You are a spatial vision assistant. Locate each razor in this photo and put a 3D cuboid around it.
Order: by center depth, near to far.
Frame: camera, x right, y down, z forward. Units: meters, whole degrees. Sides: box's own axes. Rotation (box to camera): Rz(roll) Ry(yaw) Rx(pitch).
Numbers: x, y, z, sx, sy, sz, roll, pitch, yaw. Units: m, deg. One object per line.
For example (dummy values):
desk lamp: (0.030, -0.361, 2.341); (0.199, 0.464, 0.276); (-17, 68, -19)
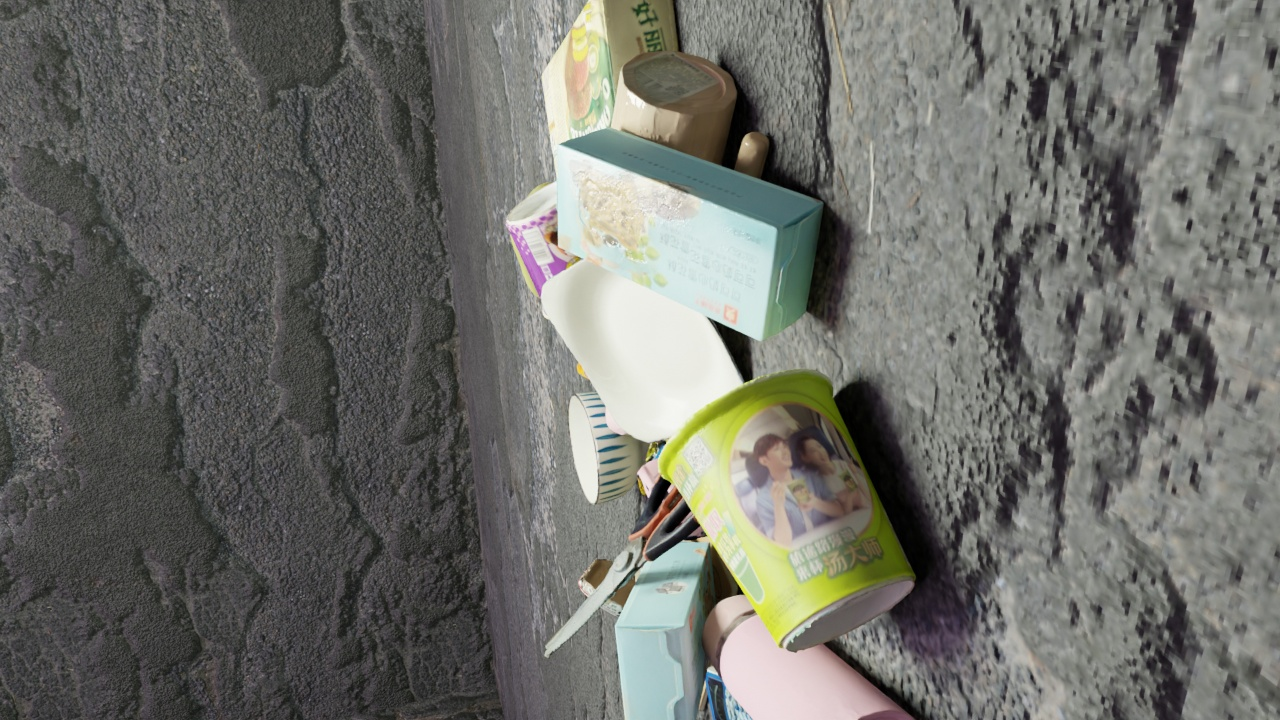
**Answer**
razor: (0.007, 0.062, 0.894); (0.043, 0.022, 0.142); (-58, 32, 25)

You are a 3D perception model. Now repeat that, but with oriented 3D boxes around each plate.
plate: (0.008, -0.016, 0.715); (0.165, 0.034, 0.163); (-17, 109, 51)

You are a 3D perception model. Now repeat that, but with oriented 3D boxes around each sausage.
sausage: (-0.049, 0.015, 1.065); (0.165, 0.021, 0.021); (-161, 64, -73)

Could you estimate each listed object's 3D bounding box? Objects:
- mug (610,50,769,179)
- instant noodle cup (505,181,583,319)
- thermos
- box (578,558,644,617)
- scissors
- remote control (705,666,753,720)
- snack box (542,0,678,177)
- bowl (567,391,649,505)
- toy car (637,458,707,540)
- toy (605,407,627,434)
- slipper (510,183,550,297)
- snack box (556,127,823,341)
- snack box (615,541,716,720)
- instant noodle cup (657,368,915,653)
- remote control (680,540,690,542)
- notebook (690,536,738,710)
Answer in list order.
mug: (0.031, -0.136, 0.629); (0.124, 0.084, 0.104); (44, 144, 27)
instant noodle cup: (-0.063, -0.107, 0.837); (0.099, 0.111, 0.111); (61, 173, -23)
thermos: (0.102, 0.213, 0.576); (0.087, 0.067, 0.199); (54, 169, -13)
box: (-0.002, 0.190, 0.852); (0.076, 0.087, 0.163); (35, 177, 8)
scissors: (-0.004, 0.139, 0.707); (0.209, 0.015, 0.184); (-32, 30, 38)
remote control: (0.081, 0.279, 0.740); (0.125, 0.024, 0.049); (145, 115, -71)
snack box: (-0.031, -0.229, 0.803); (0.240, 0.063, 0.114); (-178, 80, -74)
bowl: (-0.030, 0.086, 0.951); (0.116, 0.066, 0.116); (170, 90, -74)
toy car: (0.034, 0.108, 0.759); (0.122, 0.056, 0.037); (-132, 33, -63)
toy: (-0.005, 0.005, 0.839); (0.160, 0.054, 0.121); (132, 128, -60)
slipper: (-0.075, -0.108, 0.949); (0.081, 0.091, 0.190); (33, 170, 18)
snack box: (0.024, -0.082, 0.567); (0.175, 0.051, 0.074); (28, 131, 32)
snack box: (0.024, 0.200, 0.696); (0.174, 0.052, 0.074); (-40, -54, -77)
instant noodle cup: (0.084, 0.087, 0.502); (0.112, 0.111, 0.123); (104, 146, -53)
remote control: (0.040, 0.220, 0.826); (0.056, 0.020, 0.136); (-135, 39, -66)
notebook: (0.046, 0.211, 0.858); (0.147, 0.008, 0.208); (-114, 22, -43)
